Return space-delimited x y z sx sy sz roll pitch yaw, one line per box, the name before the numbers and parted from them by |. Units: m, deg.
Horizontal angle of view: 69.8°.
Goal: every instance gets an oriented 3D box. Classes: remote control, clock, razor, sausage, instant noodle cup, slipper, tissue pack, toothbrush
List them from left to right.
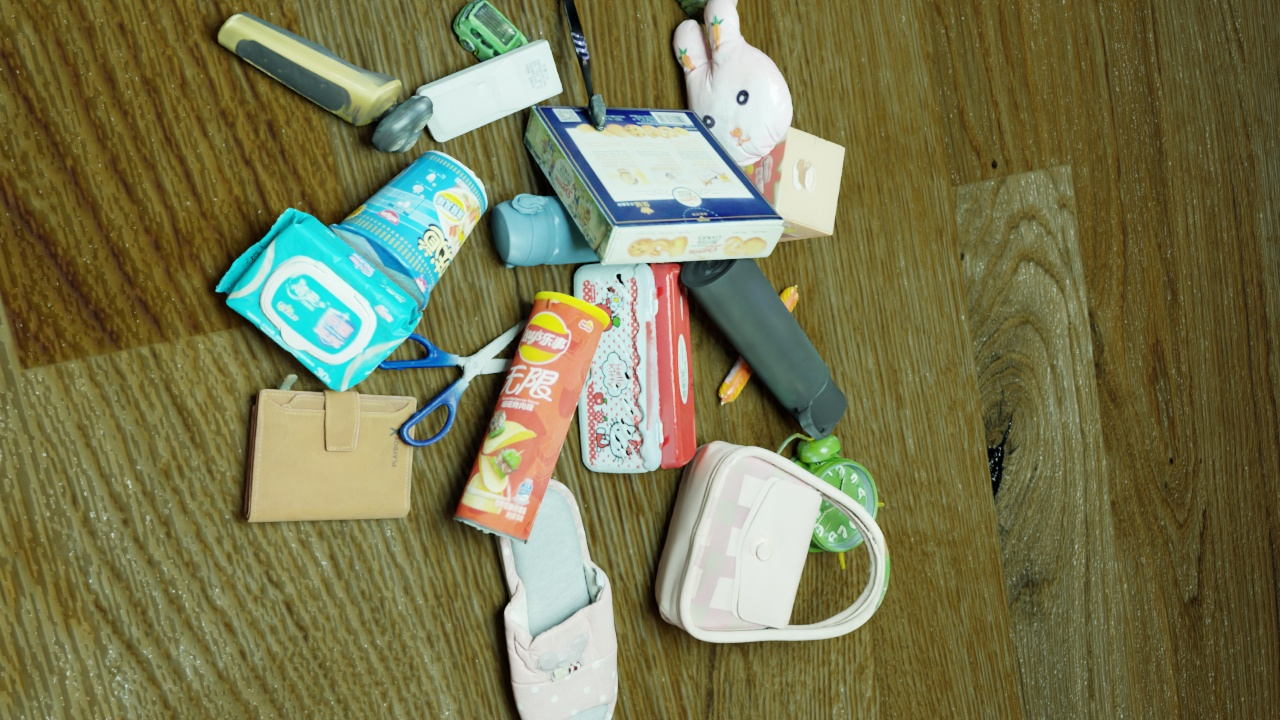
tissue pack | -0.248 -0.046 0.712 0.133 0.050 0.093 41 105 -14
razor | -0.251 -0.222 0.736 0.167 0.062 0.067 26 48 -24
instant noodle cup | -0.185 -0.112 0.760 0.099 0.099 0.109 47 60 -23
remote control | -0.131 -0.235 0.801 0.124 0.024 0.049 -27 126 -13
slipper | -0.074 0.244 0.854 0.114 0.054 0.274 -11 96 -30
toothbrush | -0.056 -0.294 0.837 0.014 0.017 0.189 -9 75 -20
sausage | 0.128 -0.018 0.988 0.021 0.021 0.165 43 71 -25
clock | 0.198 0.147 1.014 0.161 0.056 0.116 46 69 -23

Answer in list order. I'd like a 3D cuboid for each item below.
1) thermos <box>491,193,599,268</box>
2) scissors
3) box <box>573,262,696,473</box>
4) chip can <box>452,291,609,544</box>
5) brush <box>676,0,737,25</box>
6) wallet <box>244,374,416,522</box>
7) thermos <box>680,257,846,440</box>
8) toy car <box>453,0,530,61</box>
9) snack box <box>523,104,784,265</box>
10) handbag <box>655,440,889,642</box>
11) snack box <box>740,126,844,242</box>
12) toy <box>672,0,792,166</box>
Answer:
thermos | -0.032 -0.126 0.861 0.220 0.070 0.070 -8 95 -31
scissors | -0.161 0.006 0.805 0.162 0.012 0.162 39 61 -31
box | -0.004 0.005 0.899 0.095 0.100 0.201 -14 102 -72
chip can | -0.096 0.049 0.810 0.073 0.073 0.216 27 76 -29
brush | 0.050 -0.404 0.905 0.073 0.063 0.145 -48 115 -10
wallet | -0.253 0.072 0.757 0.130 0.035 0.119 5 92 -35
thermos | 0.133 -0.012 0.922 0.242 0.069 0.089 48 25 -33
toy car | -0.123 -0.281 0.822 0.091 0.036 0.043 41 70 -29
snack box | 0.011 -0.163 0.833 0.177 0.182 0.046 -7 140 -31
handbag | 0.143 0.197 0.927 0.234 0.093 0.193 18 86 -14
snack box | 0.146 -0.179 0.951 0.077 0.094 0.092 12 86 -31
toy | 0.085 -0.271 0.904 0.054 0.122 0.159 -26 90 -39
